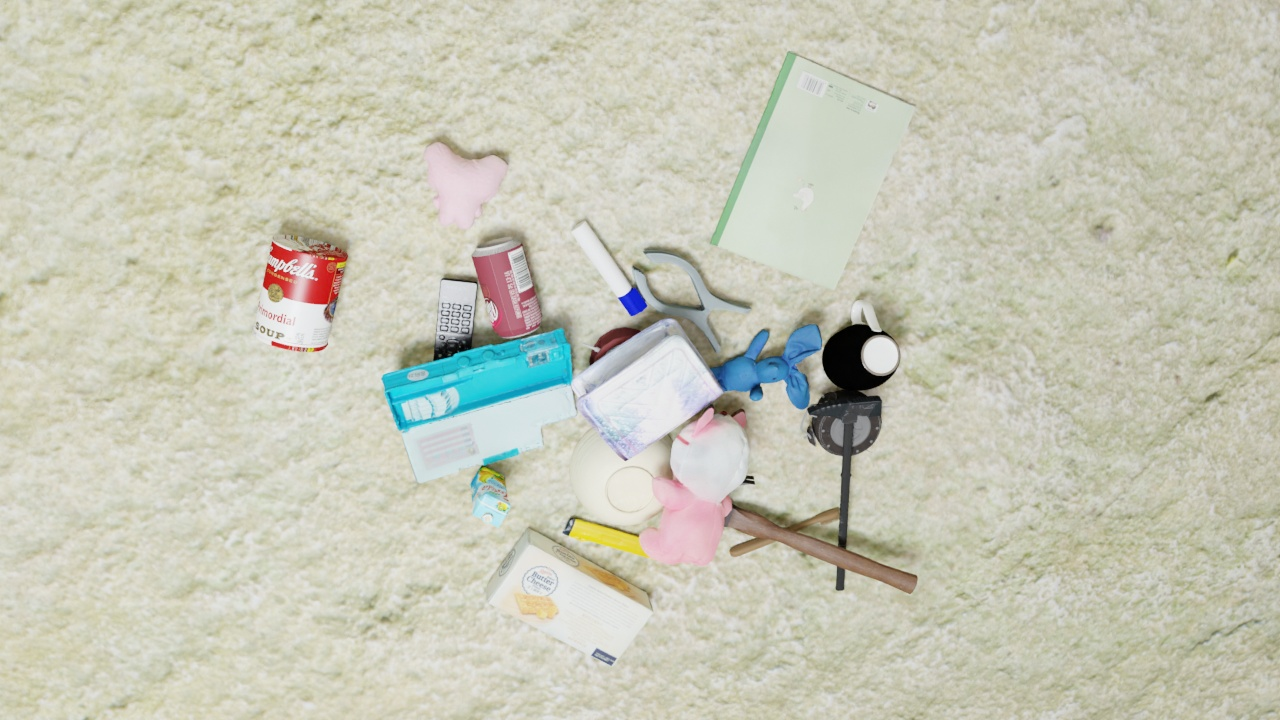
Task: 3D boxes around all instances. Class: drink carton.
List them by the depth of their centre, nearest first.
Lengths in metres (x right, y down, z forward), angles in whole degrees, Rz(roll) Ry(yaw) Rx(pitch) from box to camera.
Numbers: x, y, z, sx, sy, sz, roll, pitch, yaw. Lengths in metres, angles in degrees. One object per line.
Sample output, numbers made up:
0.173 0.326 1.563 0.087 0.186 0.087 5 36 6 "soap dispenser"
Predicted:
-0.192 0.171 1.164 0.044 0.129 0.038 30 93 -15 "drink carton"

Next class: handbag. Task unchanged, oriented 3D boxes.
0.008 0.037 1.135 0.159 0.069 0.126 -35 121 5 "handbag"

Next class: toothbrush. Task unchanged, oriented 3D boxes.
0.205 0.246 1.303 0.167 0.016 0.016 -20 115 -2 "toothbrush"

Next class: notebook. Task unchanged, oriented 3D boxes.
0.217 -0.233 1.159 0.182 0.010 0.253 19 103 -13 "notebook"

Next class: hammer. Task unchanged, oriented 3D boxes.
0.275 0.193 1.267 0.095 0.015 0.325 -5 119 -1 "hammer"
0.228 0.252 1.269 0.323 0.033 0.115 21 103 -1 "hammer"

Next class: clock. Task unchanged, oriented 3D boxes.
-0.007 0.007 1.182 0.137 0.048 0.096 0 107 -7 "clock"
0.273 0.082 1.245 0.122 0.043 0.091 14 111 -11 "clock"

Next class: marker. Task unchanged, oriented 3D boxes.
-0.039 -0.115 1.151 0.023 0.027 0.133 -47 112 -31 "marker"

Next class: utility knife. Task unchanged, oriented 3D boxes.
-0.029 0.251 1.271 0.163 0.017 0.030 20 108 -13 "utility knife"

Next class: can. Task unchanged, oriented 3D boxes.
-0.400 -0.079 1.080 0.086 0.086 0.116 15 104 -12 "can"
-0.162 -0.089 1.122 0.063 0.063 0.114 -15 108 -3 "can"

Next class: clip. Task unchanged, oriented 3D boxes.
0.051 -0.069 1.178 0.163 0.028 0.108 31 102 -15 "clip"

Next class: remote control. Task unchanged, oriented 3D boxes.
-0.235 -0.030 1.154 0.047 0.022 0.150 7 108 -11 "remote control"

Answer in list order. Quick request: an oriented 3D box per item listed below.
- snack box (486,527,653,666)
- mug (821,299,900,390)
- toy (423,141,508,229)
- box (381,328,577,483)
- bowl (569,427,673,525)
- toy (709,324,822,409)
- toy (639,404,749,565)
-0.096 0.327 1.264 0.208 0.057 0.104 32 100 -16 "snack box"
0.290 -0.021 1.182 0.085 0.100 0.119 2 87 -8 "mug"
-0.212 -0.203 1.085 0.099 0.053 0.096 10 98 -16 "toy"
-0.195 0.055 1.160 0.226 0.056 0.185 -15 136 -11 "box"
-0.017 0.157 1.213 0.150 0.075 0.151 -2 107 -8 "bowl"
0.154 0.022 1.194 0.176 0.071 0.113 -13 97 5 "toy"
0.080 0.160 1.179 0.141 0.084 0.213 15 94 -48 "toy"
